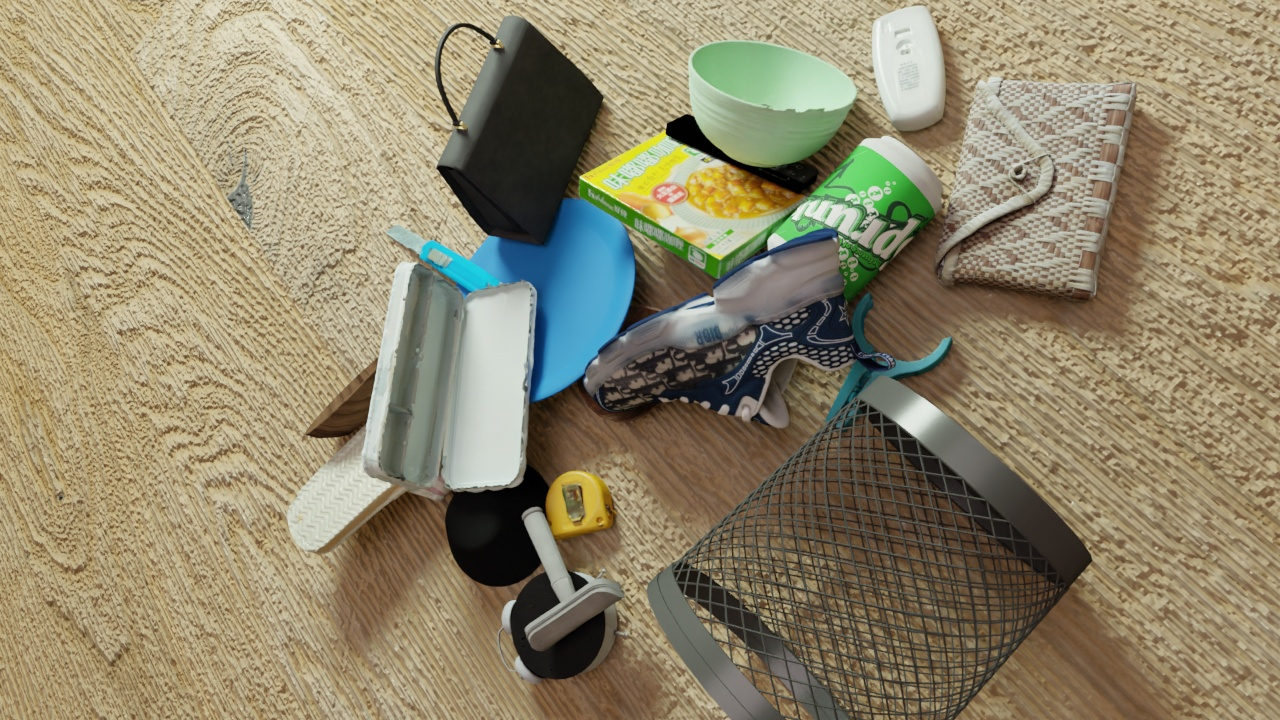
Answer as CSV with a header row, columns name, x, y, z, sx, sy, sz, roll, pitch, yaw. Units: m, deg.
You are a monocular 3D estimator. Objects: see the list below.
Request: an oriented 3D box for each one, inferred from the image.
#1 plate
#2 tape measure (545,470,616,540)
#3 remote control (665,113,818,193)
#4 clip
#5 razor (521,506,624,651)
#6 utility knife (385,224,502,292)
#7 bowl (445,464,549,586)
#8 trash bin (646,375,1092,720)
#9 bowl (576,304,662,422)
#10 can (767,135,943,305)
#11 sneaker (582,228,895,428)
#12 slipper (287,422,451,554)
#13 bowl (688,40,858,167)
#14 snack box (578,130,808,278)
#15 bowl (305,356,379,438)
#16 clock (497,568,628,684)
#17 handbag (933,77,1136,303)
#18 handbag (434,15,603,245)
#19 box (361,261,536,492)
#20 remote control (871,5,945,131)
name,x,y,z,sx,sy,sz,roll,pitch,yaw
plate,-0.099,-0.057,0.912,0.225,0.024,0.224,-13,61,26
tape measure,-0.057,0.133,0.856,0.068,0.030,0.059,-16,73,19
remote control,0.093,-0.196,0.860,0.150,0.034,0.013,30,133,23
clip,0.214,0.002,0.771,0.120,0.033,0.122,-1,77,20
razor,-0.076,0.181,0.809,0.088,0.047,0.116,-36,58,11
utility knife,-0.211,-0.105,0.978,0.220,0.015,0.031,30,82,39
bowl,-0.148,0.153,0.878,0.124,0.052,0.124,-6,75,23
trash bin,0.161,0.157,0.655,0.227,0.217,0.218,-46,64,3
bowl,-0.005,0.005,0.865,0.114,0.026,0.102,-46,65,8
can,0.180,-0.114,0.778,0.140,0.087,0.088,-46,64,7
sneaker,0.070,0.005,0.755,0.270,0.103,0.132,-28,90,36
slipper,-0.236,0.100,0.925,0.263,0.052,0.115,-39,54,-3
bowl,0.111,-0.224,0.823,0.151,0.150,0.077,35,135,27
snack box,0.048,-0.149,0.837,0.168,0.027,0.131,34,52,27
bowl,-0.294,0.043,0.956,0.119,0.119,0.032,-41,106,10
clock,-0.078,0.244,0.835,0.123,0.035,0.094,-29,67,16
handbag,0.319,-0.143,0.747,0.124,0.047,0.185,12,83,25
handbag,-0.135,-0.238,0.875,0.072,0.195,0.175,13,75,28
box,-0.175,0.010,0.842,0.129,0.105,0.210,-9,69,23
remote control,0.241,-0.261,0.820,0.060,0.028,0.114,-12,73,21
